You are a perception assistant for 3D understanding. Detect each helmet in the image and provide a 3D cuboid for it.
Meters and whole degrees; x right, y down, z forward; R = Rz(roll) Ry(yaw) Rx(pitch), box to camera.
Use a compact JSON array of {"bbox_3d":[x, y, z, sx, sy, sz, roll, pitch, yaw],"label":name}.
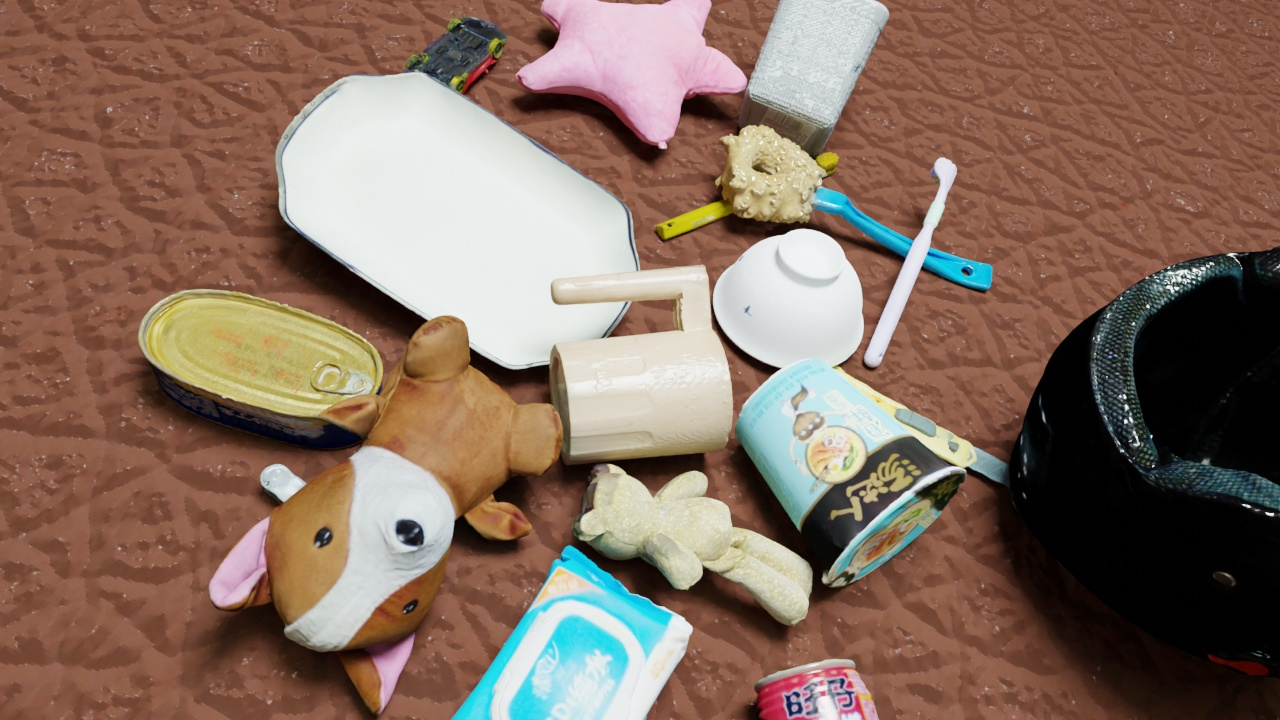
[{"bbox_3d":[0.370,0.071,0.563,0.274,0.231,0.233,41,67,3],"label":"helmet"}]

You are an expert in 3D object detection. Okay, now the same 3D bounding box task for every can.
[{"bbox_3d":[0.103,0.219,0.503,0.066,0.067,0.093,-4,59,-15],"label":"can"},{"bbox_3d":[-0.235,0.007,0.577,0.148,0.049,0.074,17,56,-2],"label":"can"}]

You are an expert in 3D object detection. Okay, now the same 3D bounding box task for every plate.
[{"bbox_3d":[-0.127,-0.098,0.654,0.265,0.034,0.161,32,67,-1],"label":"plate"}]

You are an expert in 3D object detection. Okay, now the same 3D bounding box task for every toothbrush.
[{"bbox_3d":[0.093,-0.139,0.764,0.189,0.017,0.015,-25,67,-25],"label":"toothbrush"},{"bbox_3d":[0.211,-0.077,0.721,0.021,0.029,0.188,8,65,43],"label":"toothbrush"}]

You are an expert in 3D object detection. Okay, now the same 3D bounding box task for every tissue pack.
[{"bbox_3d":[-0.040,0.180,0.500,0.090,0.063,0.139,31,57,8],"label":"tissue pack"}]

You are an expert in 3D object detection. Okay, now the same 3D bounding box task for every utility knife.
[{"bbox_3d":[0.201,0.049,0.670,0.207,0.021,0.030,32,56,4],"label":"utility knife"}]

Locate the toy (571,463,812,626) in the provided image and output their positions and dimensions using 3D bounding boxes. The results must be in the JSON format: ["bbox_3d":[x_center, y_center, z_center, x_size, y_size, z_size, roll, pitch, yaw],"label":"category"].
[{"bbox_3d":[0.035,0.115,0.565,0.157,0.066,0.104,24,33,-2],"label":"toy"}]

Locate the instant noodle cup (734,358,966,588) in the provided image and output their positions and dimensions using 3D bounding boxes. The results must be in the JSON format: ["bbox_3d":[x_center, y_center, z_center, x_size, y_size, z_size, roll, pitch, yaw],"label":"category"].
[{"bbox_3d":[0.125,0.065,0.592,0.111,0.111,0.120,-25,58,-25],"label":"instant noodle cup"}]

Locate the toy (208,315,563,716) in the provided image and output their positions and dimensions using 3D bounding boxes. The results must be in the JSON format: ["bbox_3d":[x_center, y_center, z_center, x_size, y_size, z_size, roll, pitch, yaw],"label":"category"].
[{"bbox_3d":[-0.131,0.081,0.516,0.140,0.131,0.199,44,62,-14],"label":"toy"}]

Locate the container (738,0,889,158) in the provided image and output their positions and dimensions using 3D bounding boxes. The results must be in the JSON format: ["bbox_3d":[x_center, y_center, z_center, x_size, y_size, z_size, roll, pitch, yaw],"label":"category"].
[{"bbox_3d":[0.142,-0.246,0.784,0.090,0.090,0.114,23,82,5],"label":"container"}]

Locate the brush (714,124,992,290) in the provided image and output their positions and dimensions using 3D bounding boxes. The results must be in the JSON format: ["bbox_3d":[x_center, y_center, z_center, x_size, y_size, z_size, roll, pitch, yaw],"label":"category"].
[{"bbox_3d":[0.175,-0.116,0.749,0.254,0.046,0.083,23,59,-9],"label":"brush"}]

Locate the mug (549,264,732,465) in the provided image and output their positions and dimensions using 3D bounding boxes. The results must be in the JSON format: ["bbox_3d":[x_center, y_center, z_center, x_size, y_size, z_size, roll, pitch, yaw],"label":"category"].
[{"bbox_3d":[-0.004,0.003,0.597,0.103,0.084,0.124,-6,95,-14],"label":"mug"}]

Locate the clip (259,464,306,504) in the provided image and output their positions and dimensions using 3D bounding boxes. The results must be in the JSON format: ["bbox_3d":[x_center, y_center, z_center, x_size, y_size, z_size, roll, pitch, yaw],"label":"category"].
[{"bbox_3d":[-0.204,0.085,0.554,0.057,0.033,0.025,36,59,4],"label":"clip"}]

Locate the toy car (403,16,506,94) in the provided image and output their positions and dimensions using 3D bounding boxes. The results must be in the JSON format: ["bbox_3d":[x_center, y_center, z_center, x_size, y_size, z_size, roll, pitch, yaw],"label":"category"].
[{"bbox_3d":[-0.154,-0.253,0.774,0.049,0.031,0.106,27,57,5],"label":"toy car"}]

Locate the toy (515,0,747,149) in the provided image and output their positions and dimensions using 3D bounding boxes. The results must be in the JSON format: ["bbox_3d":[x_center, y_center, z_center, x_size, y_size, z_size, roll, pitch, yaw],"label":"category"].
[{"bbox_3d":[-0.010,-0.250,0.780,0.194,0.075,0.178,-7,62,-13],"label":"toy"}]

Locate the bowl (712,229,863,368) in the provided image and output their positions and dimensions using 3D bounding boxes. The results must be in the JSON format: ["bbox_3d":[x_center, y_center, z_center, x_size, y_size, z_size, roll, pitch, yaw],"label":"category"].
[{"bbox_3d":[0.118,-0.057,0.680,0.118,0.065,0.118,5,51,-7],"label":"bowl"}]
